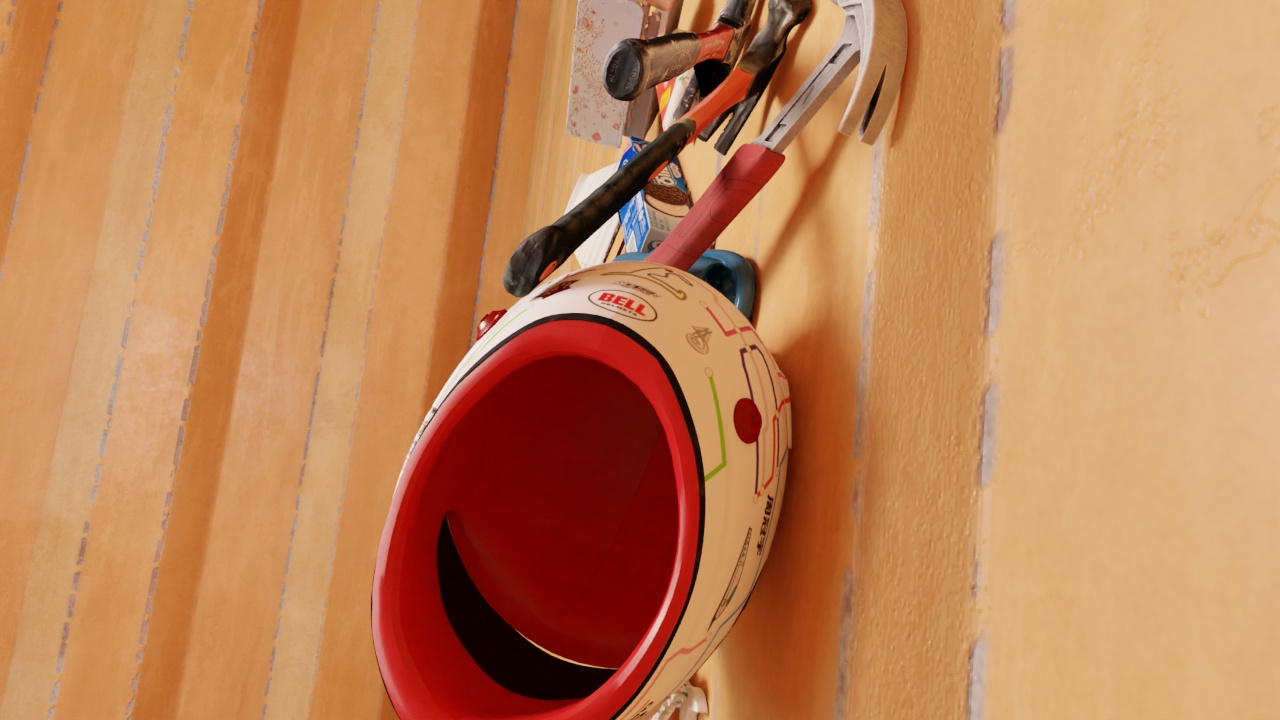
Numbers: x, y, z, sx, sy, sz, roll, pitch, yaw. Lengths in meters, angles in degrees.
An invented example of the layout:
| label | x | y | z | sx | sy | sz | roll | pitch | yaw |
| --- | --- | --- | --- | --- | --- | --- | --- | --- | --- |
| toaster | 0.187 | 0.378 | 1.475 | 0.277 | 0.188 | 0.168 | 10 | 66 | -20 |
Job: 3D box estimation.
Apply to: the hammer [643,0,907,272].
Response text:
| label | x | y | z | sx | sy | sz | roll | pitch | yaw |
| --- | --- | --- | --- | --- | --- | --- | --- | --- | --- |
| hammer | 0.067 | -0.122 | 0.638 | 0.317 | 0.036 | 0.126 | -47 | 37 | 46 |

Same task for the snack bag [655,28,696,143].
| label | x | y | z | sx | sy | sz | roll | pitch | yaw |
| --- | --- | --- | --- | --- | --- | --- | --- | --- | --- |
| snack bag | 0.045 | -0.293 | 0.977 | 0.115 | 0.036 | 0.077 | -96 | 18 | -46 |

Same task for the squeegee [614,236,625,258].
| label | x | y | z | sx | sy | sz | roll | pitch | yaw |
| --- | --- | --- | --- | --- | --- | --- | --- | --- | --- |
| squeegee | -0.025 | -0.085 | 1.106 | 0.185 | 0.055 | 0.249 | 133 | 160 | -70 |

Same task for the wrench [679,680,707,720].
| label | x | y | z | sx | sy | sz | roll | pitch | yaw |
| --- | --- | --- | --- | --- | --- | --- | --- | --- | --- |
| wrench | 0.021 | 0.239 | 0.807 | 0.273 | 0.009 | 0.047 | -118 | 38 | -69 |

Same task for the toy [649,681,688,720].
| label | x | y | z | sx | sy | sz | roll | pitch | yaw |
| --- | --- | --- | --- | --- | --- | --- | --- | --- | --- |
| toy | 0.007 | 0.271 | 0.741 | 0.095 | 0.041 | 0.109 | -118 | 32 | -66 |

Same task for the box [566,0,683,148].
| label | x | y | z | sx | sy | sz | roll | pitch | yaw |
| --- | --- | --- | --- | --- | --- | --- | --- | --- | --- |
| box | -0.017 | -0.349 | 1.051 | 0.104 | 0.096 | 0.217 | -60 | -7 | -30 |

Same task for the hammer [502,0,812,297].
| label | x | y | z | sx | sy | sz | roll | pitch | yaw |
| --- | --- | --- | --- | --- | --- | --- | --- | --- | --- |
| hammer | 0.015 | -0.146 | 0.634 | 0.332 | 0.033 | 0.133 | -48 | -8 | -39 |

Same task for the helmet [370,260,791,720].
| label | x | y | z | sx | sy | sz | roll | pitch | yaw |
| --- | --- | --- | --- | --- | --- | --- | --- | --- | --- |
| helmet | -0.027 | 0.091 | 0.605 | 0.236 | 0.231 | 0.314 | 31 | -100 | -74 |

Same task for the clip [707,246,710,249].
| label | x | y | z | sx | sy | sz | roll | pitch | yaw |
| --- | --- | --- | --- | --- | --- | --- | --- | --- | --- |
| clip | 0.056 | -0.106 | 0.853 | 0.037 | 0.022 | 0.058 | -138 | 62 | -78 |

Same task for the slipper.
| label | x | y | z | sx | sy | sz | roll | pitch | yaw |
| --- | --- | --- | --- | --- | --- | --- | --- | --- | --- |
| slipper | 0.019 | -0.048 | 0.787 | 0.214 | 0.059 | 0.104 | 14 | 97 | 55 |

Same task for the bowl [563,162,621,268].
| label | x | y | z | sx | sy | sz | roll | pitch | yaw |
| --- | --- | --- | --- | --- | --- | --- | --- | --- | --- |
| bowl | -0.055 | -0.188 | 1.157 | 0.177 | 0.071 | 0.177 | -161 | 94 | -87 |

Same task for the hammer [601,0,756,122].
| label | x | y | z | sx | sy | sz | roll | pitch | yaw |
| --- | --- | --- | --- | --- | --- | --- | --- | --- | --- |
| hammer | 0.033 | -0.225 | 0.697 | 0.141 | 0.036 | 0.325 | -67 | -7 | 27 |

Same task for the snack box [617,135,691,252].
| label | x | y | z | sx | sy | sz | roll | pitch | yaw |
| --- | --- | --- | --- | --- | --- | --- | --- | --- | --- |
| snack box | 0.013 | -0.163 | 0.965 | 0.226 | 0.059 | 0.059 | -99 | 27 | -55 |
